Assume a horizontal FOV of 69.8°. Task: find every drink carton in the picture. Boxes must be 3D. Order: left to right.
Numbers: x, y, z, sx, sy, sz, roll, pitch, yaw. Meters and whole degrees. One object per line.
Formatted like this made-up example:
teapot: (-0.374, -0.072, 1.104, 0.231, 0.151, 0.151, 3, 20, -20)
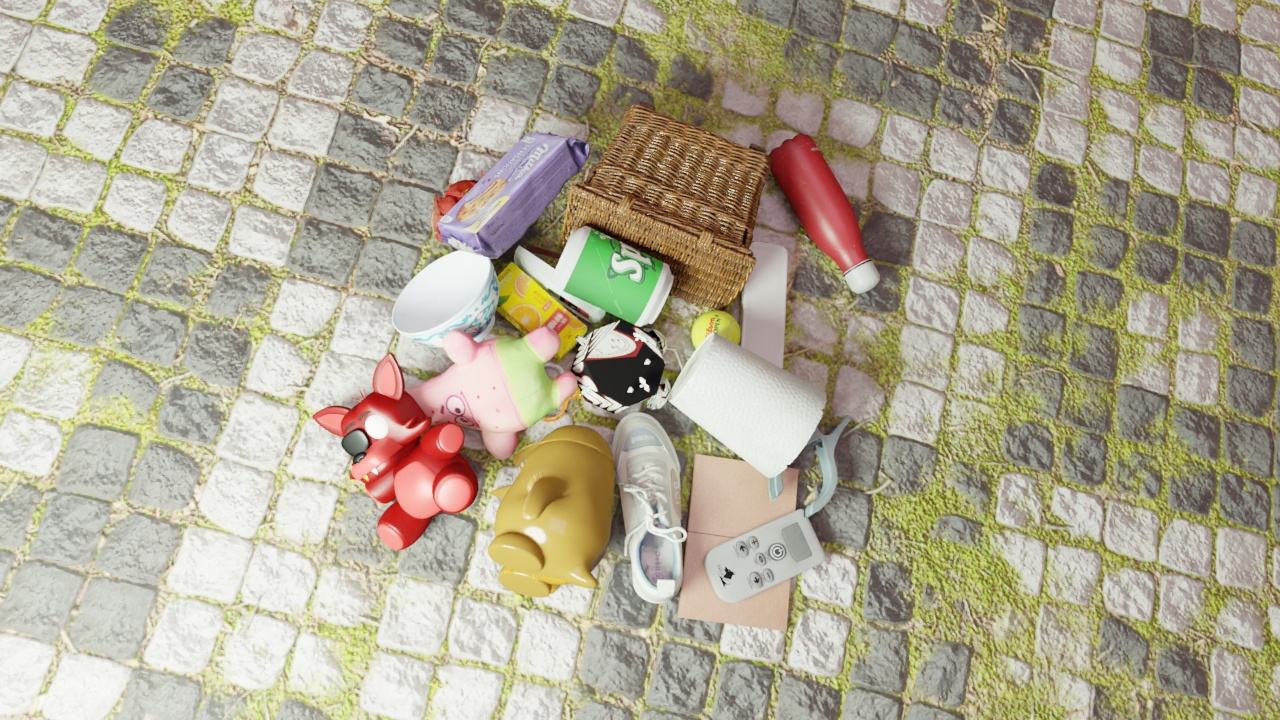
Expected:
drink carton: (-0.139, -0.062, 1.212, 0.134, 0.043, 0.058, 40, 75, 4)

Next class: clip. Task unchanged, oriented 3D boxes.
clip: (0.246, 0.138, 1.211, 0.127, 0.028, 0.166, 32, 63, -1)

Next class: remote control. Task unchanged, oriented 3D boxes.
remote control: (-0.110, -0.096, 1.220, 0.143, 0.050, 0.024, 34, 74, 1)
remote control: (0.158, 0.251, 1.172, 0.151, 0.019, 0.074, -21, 79, -14)

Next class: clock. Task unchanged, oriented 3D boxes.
clock: (-0.007, 0.007, 1.190, 0.154, 0.065, 0.114, 3, 74, -27)

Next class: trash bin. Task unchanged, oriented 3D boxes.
trash bin: (0.131, 0.051, 1.165, 0.161, 0.133, 0.133, 33, 72, -5)

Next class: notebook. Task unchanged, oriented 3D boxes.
notebook: (0.128, 0.234, 1.189, 0.141, 0.008, 0.208, 9, 74, -6)

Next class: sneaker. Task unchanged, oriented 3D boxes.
sneaker: (0.017, 0.178, 1.145, 0.089, 0.091, 0.242, -5, 75, -9)

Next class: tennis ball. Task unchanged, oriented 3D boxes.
tennis ball: (0.101, -0.034, 1.228, 0.065, 0.065, 0.065, 2, 75, -8)

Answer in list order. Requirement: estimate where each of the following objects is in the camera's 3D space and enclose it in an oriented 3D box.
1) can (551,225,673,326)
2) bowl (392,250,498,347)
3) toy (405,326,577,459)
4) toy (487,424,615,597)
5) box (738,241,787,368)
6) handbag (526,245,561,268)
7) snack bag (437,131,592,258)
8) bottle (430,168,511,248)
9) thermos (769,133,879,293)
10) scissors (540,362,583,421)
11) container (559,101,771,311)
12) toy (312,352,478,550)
can: (-0.035, -0.107, 1.166, 0.140, 0.088, 0.087, 25, 73, -7)
bowl: (-0.230, -0.064, 1.154, 0.144, 0.074, 0.143, -19, 42, 18)
toy: (-0.200, 0.038, 1.134, 0.237, 0.096, 0.192, -14, 122, 9)
toy: (-0.103, 0.168, 1.107, 0.162, 0.199, 0.202, 10, 53, 11)
box: (0.167, -0.063, 1.266, 0.064, 0.033, 0.209, 7, 75, -7)
handbag: (-0.102, -0.125, 1.240, 0.119, 0.029, 0.055, 25, 43, 5)
snack bag: (-0.153, -0.208, 1.140, 0.205, 0.096, 0.058, -49, 130, -18)
bottle: (-0.219, -0.196, 1.208, 0.111, 0.099, 0.098, 9, 74, -6)
thermos: (0.264, -0.203, 1.294, 0.073, 0.073, 0.240, -26, 81, -15)
scissors: (-0.087, 0.030, 1.210, 0.133, 0.012, 0.096, -18, 79, -12)
container: (0.044, -0.211, 1.223, 0.250, 0.162, 0.182, 22, 68, -2)
toy: (-0.289, 0.110, 1.091, 0.159, 0.120, 0.197, -34, 95, 28)
